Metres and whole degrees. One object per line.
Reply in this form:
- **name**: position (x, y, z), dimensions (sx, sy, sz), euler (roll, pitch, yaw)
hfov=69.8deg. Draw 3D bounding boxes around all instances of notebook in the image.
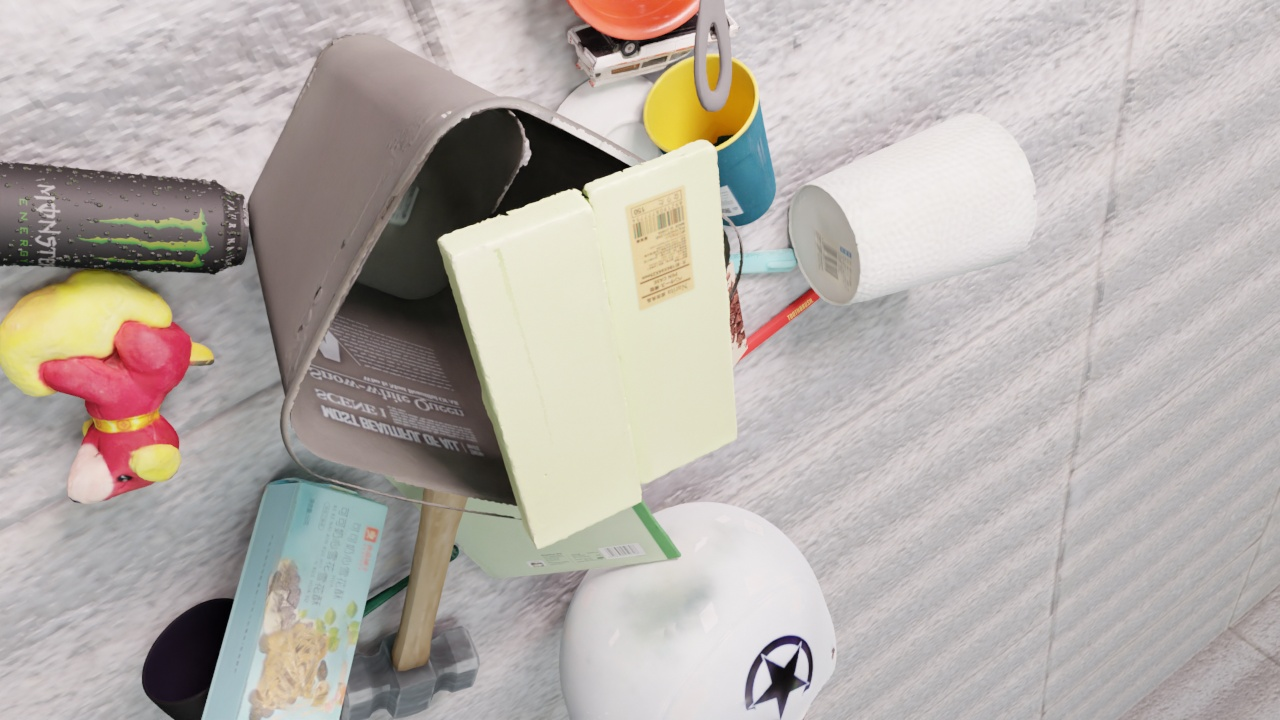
- **notebook**: position (-0.094, 0.101, 0.705), dimensions (0.182, 0.010, 0.253), euler (-10, 138, 20)

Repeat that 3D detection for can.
- **can**: position (-0.286, -0.075, 0.489), dimensions (0.137, 0.054, 0.054), euler (-1, 120, -35)

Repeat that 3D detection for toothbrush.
- **toothbrush**: position (-0.232, 0.204, 0.748), dimensions (0.189, 0.016, 0.017), euler (-33, 137, -9)
- **toothbrush**: position (0.084, 0.002, 0.831), dimensions (0.212, 0.018, 0.012), euler (-37, 135, -7)

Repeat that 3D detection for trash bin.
- **trash bin**: position (0.220, -0.120, 0.769), dimensions (0.161, 0.133, 0.133), euler (-20, 130, -16)
- **trash bin**: position (-0.103, -0.062, 0.509), dimensions (0.197, 0.220, 0.198), euler (21, 107, -43)

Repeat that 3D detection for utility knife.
- **utility knife**: position (0.066, -0.080, 0.761), dimensions (0.176, 0.015, 0.022), euler (-7, 123, -34)

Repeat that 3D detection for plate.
- **plate**: position (-0.015, -0.148, 0.648), dimensions (0.104, 0.026, 0.104), euler (-19, 130, -25)

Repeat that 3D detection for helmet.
- **helmet**: position (0.034, 0.236, 0.815), dimensions (0.263, 0.237, 0.164), euler (-37, 130, -16)

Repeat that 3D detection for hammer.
- **hammer**: position (-0.165, 0.170, 0.709), dimensions (0.117, 0.051, 0.324), euler (-7, 135, -31)

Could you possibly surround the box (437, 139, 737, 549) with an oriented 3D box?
- **box**: position (-0.012, -0.001, 0.446), dimensions (0.137, 0.024, 0.187), euler (-25, 132, -22)

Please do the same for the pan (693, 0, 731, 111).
- **pan**: position (0.032, -0.321, 0.502), dimensions (0.216, 0.024, 0.355), euler (-12, 108, -31)

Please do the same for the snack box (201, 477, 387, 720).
- **snack box**: position (-0.238, 0.175, 0.639), dimensions (0.075, 0.053, 0.174), euler (29, 62, -44)

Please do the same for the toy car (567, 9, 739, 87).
- **toy car**: position (0.008, -0.213, 0.614), dimensions (0.113, 0.039, 0.039), euler (-21, 151, -23)

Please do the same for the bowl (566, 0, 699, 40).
- **bowl**: position (-0.006, -0.266, 0.556), dimensions (0.130, 0.045, 0.131), euler (-18, 129, -24)

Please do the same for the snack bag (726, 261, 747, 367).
- **snack bag**: position (-0.004, 0.004, 0.733), dimensions (0.206, 0.070, 0.094), euler (-30, 134, -15)

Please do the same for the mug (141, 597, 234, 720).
- **mug**: position (-0.292, 0.226, 0.688), dimensions (0.118, 0.085, 0.100), euler (-56, 142, -33)

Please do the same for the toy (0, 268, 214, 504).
- **toy**: position (-0.306, 0.012, 0.539), dimensions (0.105, 0.067, 0.137), euler (-17, 117, -28)

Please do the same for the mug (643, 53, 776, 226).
- **mug**: position (0.057, -0.148, 0.653), dimensions (0.078, 0.078, 0.121), euler (-44, 153, -1)
